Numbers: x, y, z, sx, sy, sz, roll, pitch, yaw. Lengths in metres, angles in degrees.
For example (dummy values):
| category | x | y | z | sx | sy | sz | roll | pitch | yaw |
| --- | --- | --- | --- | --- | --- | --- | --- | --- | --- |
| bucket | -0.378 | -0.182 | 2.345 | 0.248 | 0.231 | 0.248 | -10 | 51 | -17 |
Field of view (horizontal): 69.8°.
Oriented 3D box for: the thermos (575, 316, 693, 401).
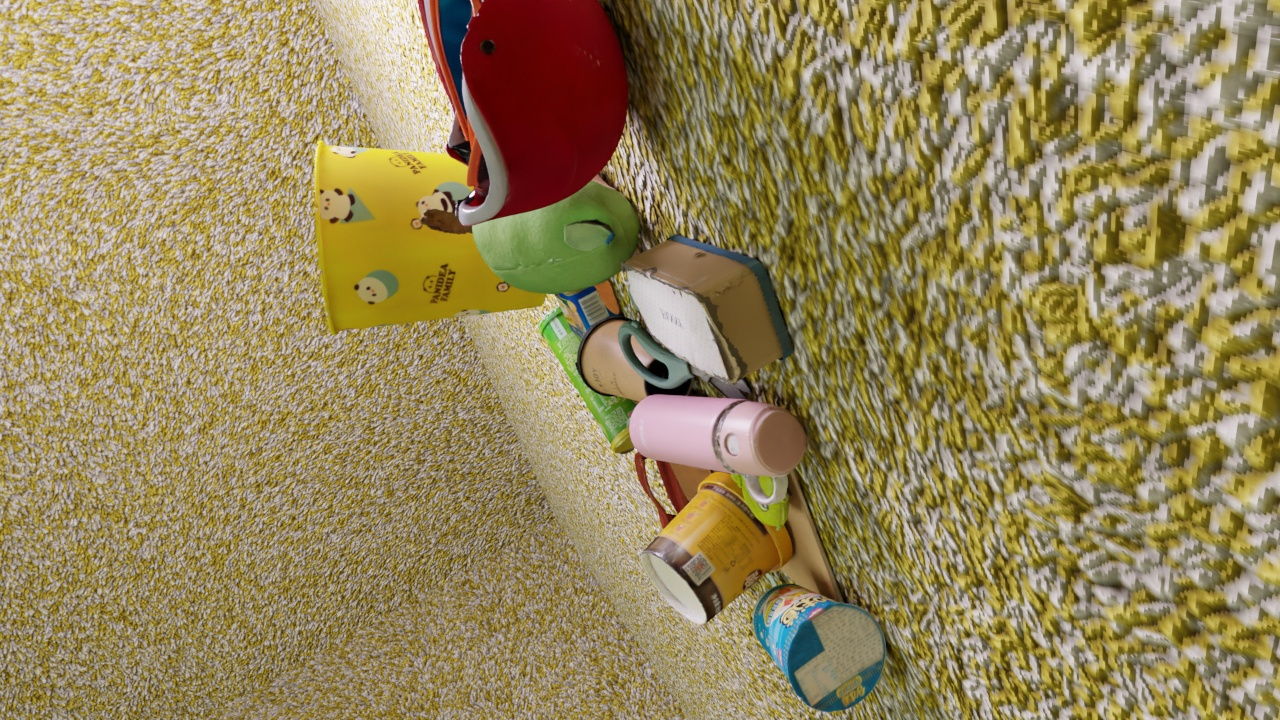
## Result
| category | x | y | z | sx | sy | sz | roll | pitch | yaw |
| --- | --- | --- | --- | --- | --- | --- | --- | --- | --- |
| thermos | -0.006 | 0.006 | 0.999 | 0.143 | 0.093 | 0.093 | 24 | 141 | 58 |

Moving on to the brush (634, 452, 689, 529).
| category | x | y | z | sx | sy | sz | roll | pitch | yaw |
| --- | --- | --- | --- | --- | --- | --- | --- | --- | --- |
| brush | 0.037 | 0.157 | 1.168 | 0.063 | 0.069 | 0.146 | 47 | 161 | 50 |

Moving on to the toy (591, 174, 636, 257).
| category | x | y | z | sx | sy | sz | roll | pitch | yaw |
| --- | --- | --- | --- | --- | --- | --- | --- | --- | --- |
| toy | -0.060 | -0.157 | 0.938 | 0.159 | 0.054 | 0.121 | 37 | 155 | 34 |

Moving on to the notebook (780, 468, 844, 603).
| category | x | y | z | sx | sy | sz | roll | pitch | yaw |
| --- | --- | --- | --- | --- | --- | --- | --- | --- | --- |
| notebook | 0.138 | 0.151 | 0.915 | 0.208 | 0.008 | 0.148 | 67 | 166 | -21 |

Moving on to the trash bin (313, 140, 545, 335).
| category | x | y | z | sx | sy | sz | roll | pitch | yaw |
| --- | --- | --- | --- | --- | --- | --- | --- | --- | --- |
| trash bin | -0.251 | -0.151 | 1.117 | 0.230 | 0.255 | 0.229 | 176 | 91 | -78 |

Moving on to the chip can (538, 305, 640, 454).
| category | x | y | z | sx | sy | sz | roll | pitch | yaw |
| --- | --- | --- | --- | --- | --- | --- | --- | --- | --- |
| chip can | -0.060 | 0.020 | 1.252 | 0.221 | 0.072 | 0.073 | 57 | 166 | 20 |

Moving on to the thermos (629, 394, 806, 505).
| category | x | y | z | sx | sy | sz | roll | pitch | yaw |
| --- | --- | --- | --- | --- | --- | --- | --- | --- | --- |
| thermos | 0.067 | 0.075 | 0.824 | 0.199 | 0.067 | 0.087 | 2 | 101 | 59 |

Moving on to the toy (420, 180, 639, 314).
| category | x | y | z | sx | sy | sz | roll | pitch | yaw |
| --- | --- | --- | --- | --- | --- | --- | --- | --- | --- |
| toy | -0.093 | -0.119 | 0.884 | 0.247 | 0.089 | 0.227 | 1 | 145 | 47 |

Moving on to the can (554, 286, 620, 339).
| category | x | y | z | sx | sy | sz | roll | pitch | yaw |
| --- | --- | --- | --- | --- | --- | --- | --- | --- | --- |
| can | -0.068 | -0.072 | 1.131 | 0.102 | 0.057 | 0.083 | 38 | 156 | 60 |

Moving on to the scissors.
| category | x | y | z | sx | sy | sz | roll | pitch | yaw |
| --- | --- | --- | --- | --- | --- | --- | --- | --- | --- |
| scissors | 0.039 | 0.001 | 0.875 | 0.180 | 0.019 | 0.144 | 46 | 133 | 23 |

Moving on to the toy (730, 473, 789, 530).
| category | x | y | z | sx | sy | sz | roll | pitch | yaw |
| --- | --- | --- | --- | --- | --- | --- | --- | --- | --- |
| toy | 0.108 | 0.113 | 0.859 | 0.100 | 0.031 | 0.097 | 63 | 164 | 15 |

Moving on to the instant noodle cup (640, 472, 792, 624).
| category | x | y | z | sx | sy | sz | roll | pitch | yaw |
| --- | --- | --- | --- | --- | --- | --- | --- | --- | --- |
| instant noodle cup | 0.072 | 0.193 | 0.925 | 0.118 | 0.114 | 0.119 | 40 | 153 | 26 |

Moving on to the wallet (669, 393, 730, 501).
| category | x | y | z | sx | sy | sz | roll | pitch | yaw |
| --- | --- | --- | --- | --- | --- | --- | --- | --- | --- |
| wallet | 0.061 | 0.097 | 1.000 | 0.119 | 0.035 | 0.131 | -1 | 117 | 63 |

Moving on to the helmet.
| category | x | y | z | sx | sy | sz | roll | pitch | yaw |
| --- | --- | --- | --- | --- | --- | --- | --- | --- | --- |
| helmet | -0.091 | -0.230 | 0.721 | 0.207 | 0.143 | 0.239 | 106 | 149 | -58 |

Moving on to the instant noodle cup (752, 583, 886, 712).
| category | x | y | z | sx | sy | sz | roll | pitch | yaw |
| --- | --- | --- | --- | --- | --- | --- | --- | --- | --- |
| instant noodle cup | 0.159 | 0.258 | 0.859 | 0.099 | 0.099 | 0.110 | 64 | 168 | -11 |

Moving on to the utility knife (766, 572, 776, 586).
| category | x | y | z | sx | sy | sz | roll | pitch | yaw |
| --- | --- | --- | --- | --- | --- | --- | --- | --- | --- |
| utility knife | 0.112 | 0.178 | 1.042 | 0.218 | 0.018 | 0.034 | 63 | 165 | -1 |

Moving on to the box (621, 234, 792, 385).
| category | x | y | z | sx | sy | sz | roll | pitch | yaw |
| --- | --- | --- | --- | --- | --- | --- | --- | --- | --- |
| box | 0.051 | -0.044 | 0.741 | 0.184 | 0.061 | 0.090 | 32 | 149 | 60 |
